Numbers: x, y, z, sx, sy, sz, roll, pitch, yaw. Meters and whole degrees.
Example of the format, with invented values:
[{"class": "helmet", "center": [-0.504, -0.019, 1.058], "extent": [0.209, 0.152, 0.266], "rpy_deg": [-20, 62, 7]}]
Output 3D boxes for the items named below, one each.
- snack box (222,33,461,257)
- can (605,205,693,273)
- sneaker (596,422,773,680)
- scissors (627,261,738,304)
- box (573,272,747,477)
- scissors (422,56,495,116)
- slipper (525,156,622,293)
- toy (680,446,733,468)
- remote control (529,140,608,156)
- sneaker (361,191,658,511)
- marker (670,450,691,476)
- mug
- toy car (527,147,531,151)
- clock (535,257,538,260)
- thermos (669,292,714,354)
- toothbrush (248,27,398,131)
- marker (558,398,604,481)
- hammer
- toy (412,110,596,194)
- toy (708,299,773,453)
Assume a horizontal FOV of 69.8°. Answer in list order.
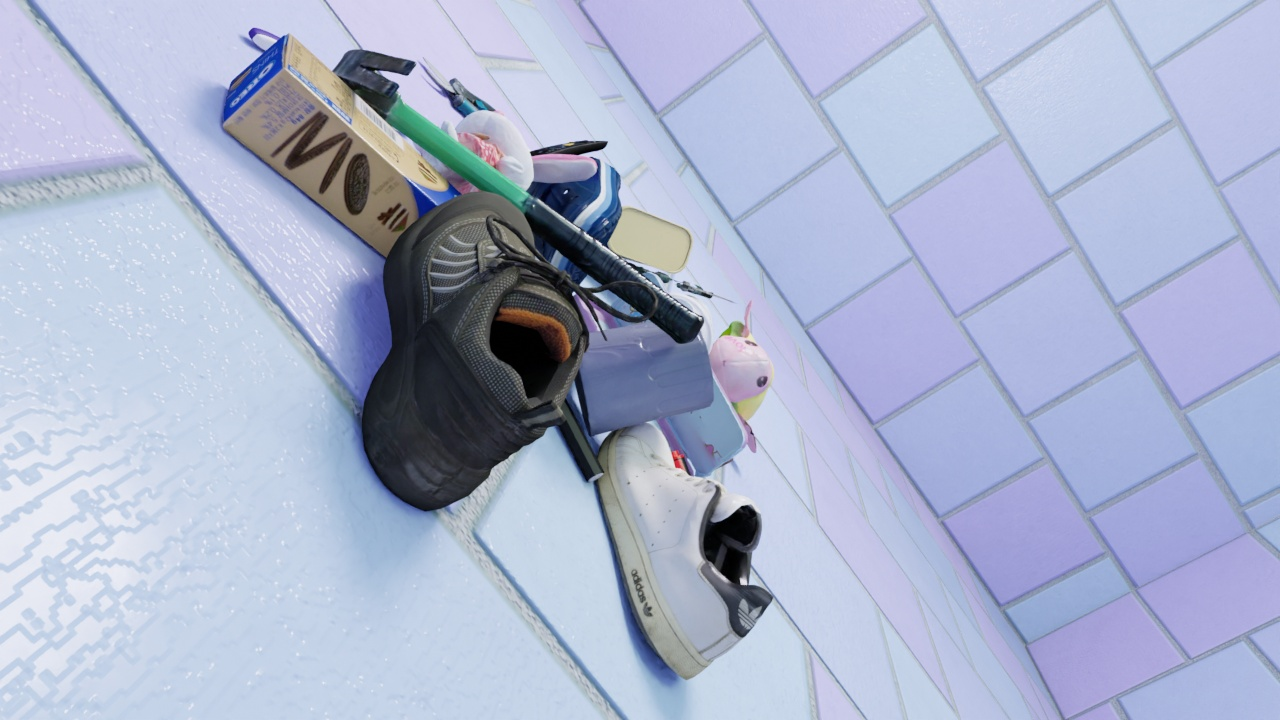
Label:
[{"class": "snack box", "center": [-0.175, -0.117, 0.617], "extent": [0.206, 0.056, 0.057], "rpy_deg": [43, 18, -40]}, {"class": "can", "center": [-0.011, -0.148, 1.093], "extent": [0.116, 0.056, 0.092], "rpy_deg": [16, 4, -35]}, {"class": "sneaker", "center": [0.036, 0.116, 0.697], "extent": [0.089, 0.102, 0.241], "rpy_deg": [45, 17, -35]}, {"class": "scissors", "center": [0.023, -0.102, 1.124], "extent": [0.201, 0.015, 0.201], "rpy_deg": [19, 4, -1]}, {"class": "box", "center": [0.019, 0.011, 0.889], "extent": [0.214, 0.093, 0.089], "rpy_deg": [62, 16, 23]}, {"class": "scissors", "center": [-0.180, -0.272, 1.014], "extent": [0.124, 0.019, 0.155], "rpy_deg": [57, 16, 7]}, {"class": "slipper", "center": [-0.077, -0.152, 0.944], "extent": [0.095, 0.105, 0.252], "rpy_deg": [32, 23, -13]}, {"class": "toy", "center": [0.053, 0.071, 0.971], "extent": [0.054, 0.042, 0.102], "rpy_deg": [-13, 76, -59]}, {"class": "remote control", "center": [-0.098, -0.217, 0.981], "extent": [0.151, 0.041, 0.020], "rpy_deg": [-28, 118, -40]}, {"class": "sneaker", "center": [-0.073, -0.039, 0.528], "extent": [0.101, 0.143, 0.237], "rpy_deg": [44, 31, -37]}, {"class": "marker", "center": [0.051, 0.149, 0.796], "extent": [0.023, 0.021, 0.145], "rpy_deg": [-7, 72, -49]}, {"class": "mug", "center": [-0.005, 0.004, 0.770], "extent": [0.124, 0.104, 0.084], "rpy_deg": [-123, -158, -69]}, {"class": "toy car", "center": [-0.130, -0.210, 1.009], "extent": [0.113, 0.039, 0.039], "rpy_deg": [36, 46, -52]}, {"class": "clock", "center": [-0.112, -0.074, 0.754], "extent": [0.119, 0.043, 0.094], "rpy_deg": [57, 14, 3]}, {"class": "thermos", "center": [0.043, -0.033, 1.079], "extent": [0.099, 0.099, 0.220], "rpy_deg": [56, 11, -1]}, {"class": "toothbrush", "center": [-0.235, -0.216, 0.721], "extent": [0.016, 0.015, 0.186], "rpy_deg": [56, 14, 20]}, {"class": "marker", "center": [-0.063, 0.038, 0.718], "extent": [0.124, 0.017, 0.021], "rpy_deg": [61, 16, 14]}, {"class": "hammer", "center": [-0.084, -0.112, 0.668], "extent": [0.318, 0.032, 0.130], "rpy_deg": [36, -14, -14]}, {"class": "toy", "center": [-0.139, -0.176, 0.801], "extent": [0.159, 0.084, 0.193], "rpy_deg": [17, 16, 13]}, {"class": "toy", "center": [0.119, 0.019, 1.147], "extent": [0.238, 0.088, 0.190], "rpy_deg": [50, 43, -88]}]
